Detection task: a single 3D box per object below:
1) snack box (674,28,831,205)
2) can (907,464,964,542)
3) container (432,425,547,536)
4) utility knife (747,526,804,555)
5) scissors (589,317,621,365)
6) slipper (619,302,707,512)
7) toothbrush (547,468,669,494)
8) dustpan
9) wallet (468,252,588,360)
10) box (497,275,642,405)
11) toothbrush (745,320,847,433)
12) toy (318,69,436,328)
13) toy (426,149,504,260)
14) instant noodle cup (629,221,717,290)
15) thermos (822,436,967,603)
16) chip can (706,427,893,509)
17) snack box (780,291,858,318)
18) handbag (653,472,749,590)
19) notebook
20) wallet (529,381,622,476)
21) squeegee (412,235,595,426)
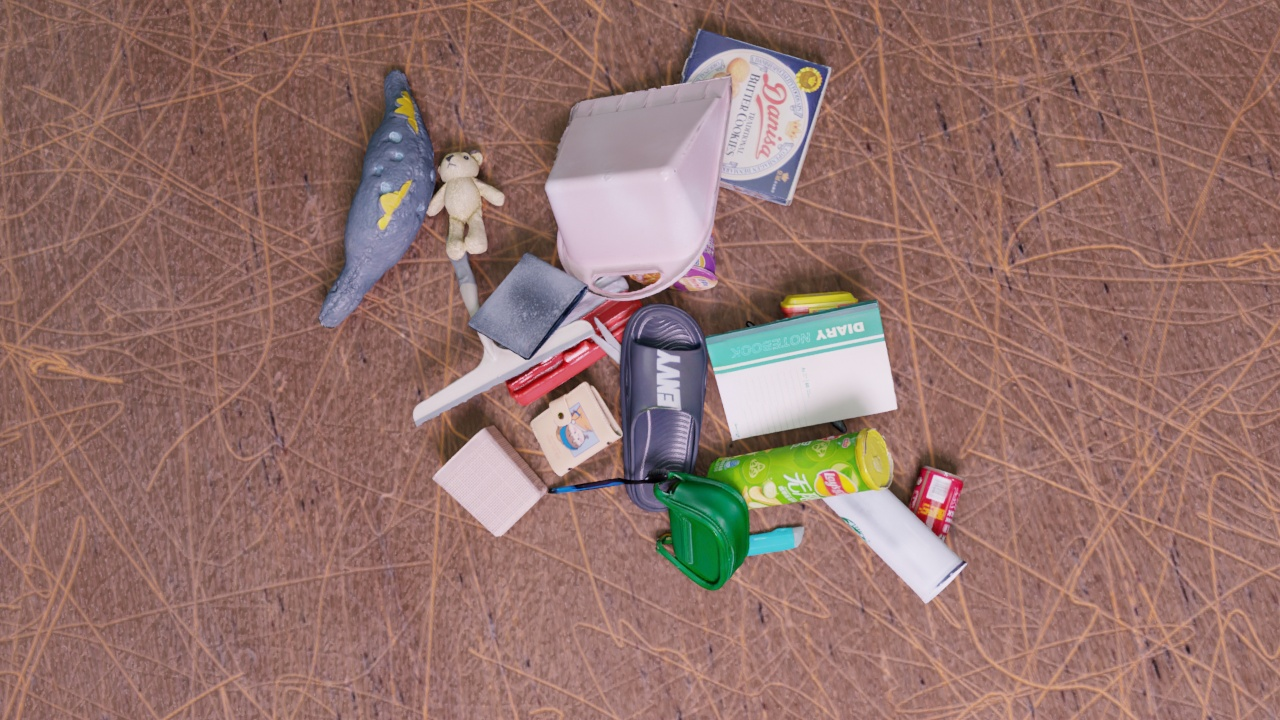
[{"bbox_3d":[0.131,-0.310,1.176,0.182,0.046,0.178,17,89,5],"label":"snack box"},{"bbox_3d":[0.353,0.200,1.130,0.053,0.053,0.132,19,88,4],"label":"can"},{"bbox_3d":[-0.184,0.153,1.151,0.090,0.090,0.111,-44,88,0],"label":"container"},{"bbox_3d":[0.129,0.234,1.164,0.161,0.013,0.029,-9,83,6],"label":"utility knife"},{"bbox_3d":[-0.017,0.018,1.143,0.173,0.012,0.128,16,104,-24],"label":"scissors"},{"bbox_3d":[0.034,0.066,1.113,0.110,0.083,0.268,-1,103,-13],"label":"slipper"},{"bbox_3d":[-0.042,0.151,1.135,0.190,0.014,0.016,-13,42,35],"label":"toothbrush"},{"bbox_3d":[-0.004,-0.211,1.129,0.223,0.139,0.272,0,44,26],"label":"dustpan"},{"bbox_3d":[-0.133,-0.065,1.088,0.097,0.019,0.120,29,70,24],"label":"wallet"},{"bbox_3d":[-0.099,-0.040,1.152,0.201,0.094,0.092,-33,124,2],"label":"box"},{"bbox_3d":[0.198,0.020,1.169,0.014,0.016,0.189,-42,84,4],"label":"toothbrush"},{"bbox_3d":[-0.324,-0.207,1.162,0.138,0.091,0.356,8,80,41],"label":"toy"},{"bbox_3d":[-0.228,-0.199,1.169,0.105,0.066,0.157,-14,65,9],"label":"toy"},{"bbox_3d":[0.046,-0.149,1.146,0.111,0.111,0.099,6,80,4],"label":"instant noodle cup"},{"bbox_3d":[0.279,0.185,1.100,0.073,0.073,0.224,-44,64,0],"label":"thermos"},{"bbox_3d":[0.181,0.134,1.087,0.222,0.072,0.072,-17,85,36],"label":"chip can"},{"bbox_3d":[0.223,-0.043,1.140,0.091,0.082,0.080,-4,96,4],"label":"snack box"},{"bbox_3d":[0.069,0.205,1.107,0.120,0.131,0.067,18,44,30],"label":"handbag"},{"bbox_3d":[0.198,0.015,1.123,0.209,0.012,0.150,-12,115,12],"label":"notebook"},{"bbox_3d":[-0.084,0.084,1.155,0.115,0.024,0.087,-35,83,34],"label":"wallet"},{"bbox_3d":[-0.208,-0.080,1.139,0.247,0.039,0.246,-27,60,7],"label":"squeegee"}]
